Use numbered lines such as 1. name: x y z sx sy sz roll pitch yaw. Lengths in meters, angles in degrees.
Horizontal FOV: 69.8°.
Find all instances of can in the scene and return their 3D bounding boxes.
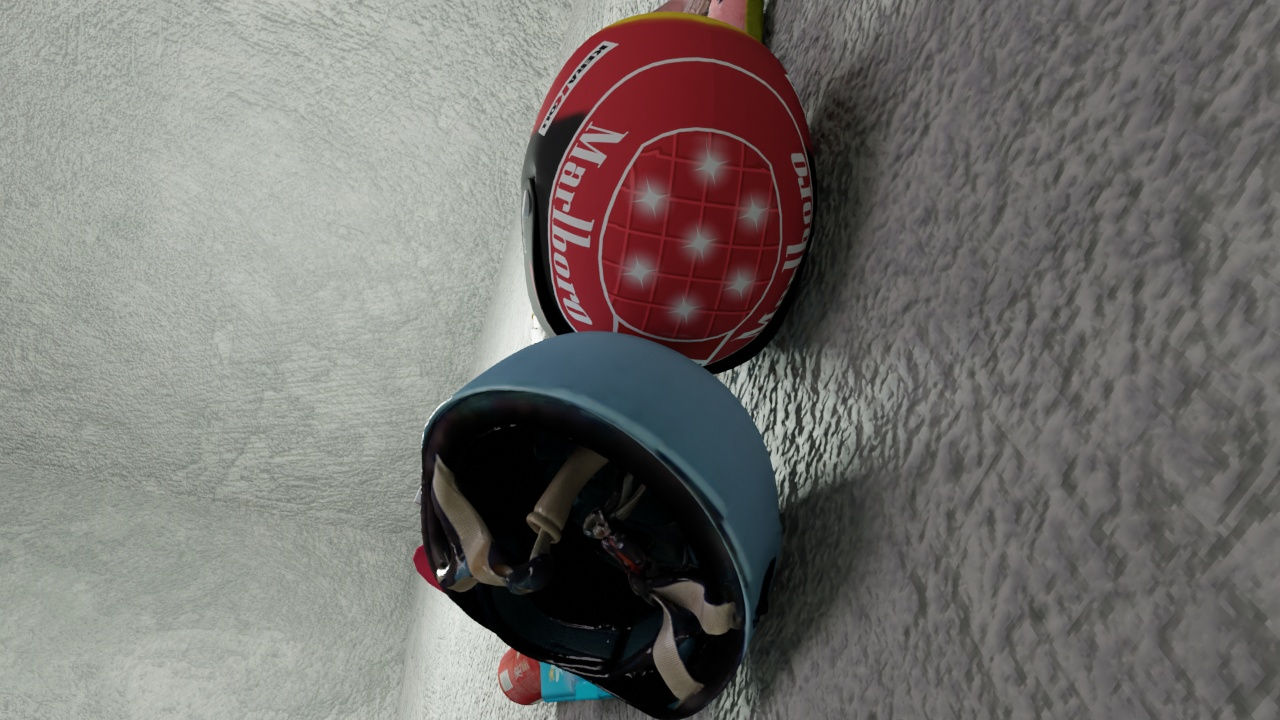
1. can: -0.099 0.312 0.943 0.171 0.067 0.067 127 153 -58

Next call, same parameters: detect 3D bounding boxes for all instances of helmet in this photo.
1. helmet: -0.018 0.081 0.558 0.166 0.225 0.266 -57 -16 -38
2. helmet: 0.015 -0.095 0.632 0.224 0.197 0.271 -111 29 -66

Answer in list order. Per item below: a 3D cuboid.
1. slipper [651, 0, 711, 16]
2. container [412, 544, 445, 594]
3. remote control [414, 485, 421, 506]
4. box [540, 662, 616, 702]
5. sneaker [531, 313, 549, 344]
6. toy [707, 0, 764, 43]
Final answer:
1. slipper: 0.038 -0.360 0.987 0.094 0.064 0.240 -51 -3 -47
2. container: -0.137 0.151 1.062 0.184 0.183 0.225 122 165 -50
3. remote control: -0.231 0.138 1.041 0.060 0.025 0.139 -65 5 -12
4. box: -0.036 0.191 0.779 0.227 0.039 0.181 140 130 -57
5. sneaker: -0.113 0.006 1.209 0.239 0.086 0.122 129 139 -51
6. toy: 0.083 -0.299 0.843 0.090 0.051 0.110 156 127 -70
